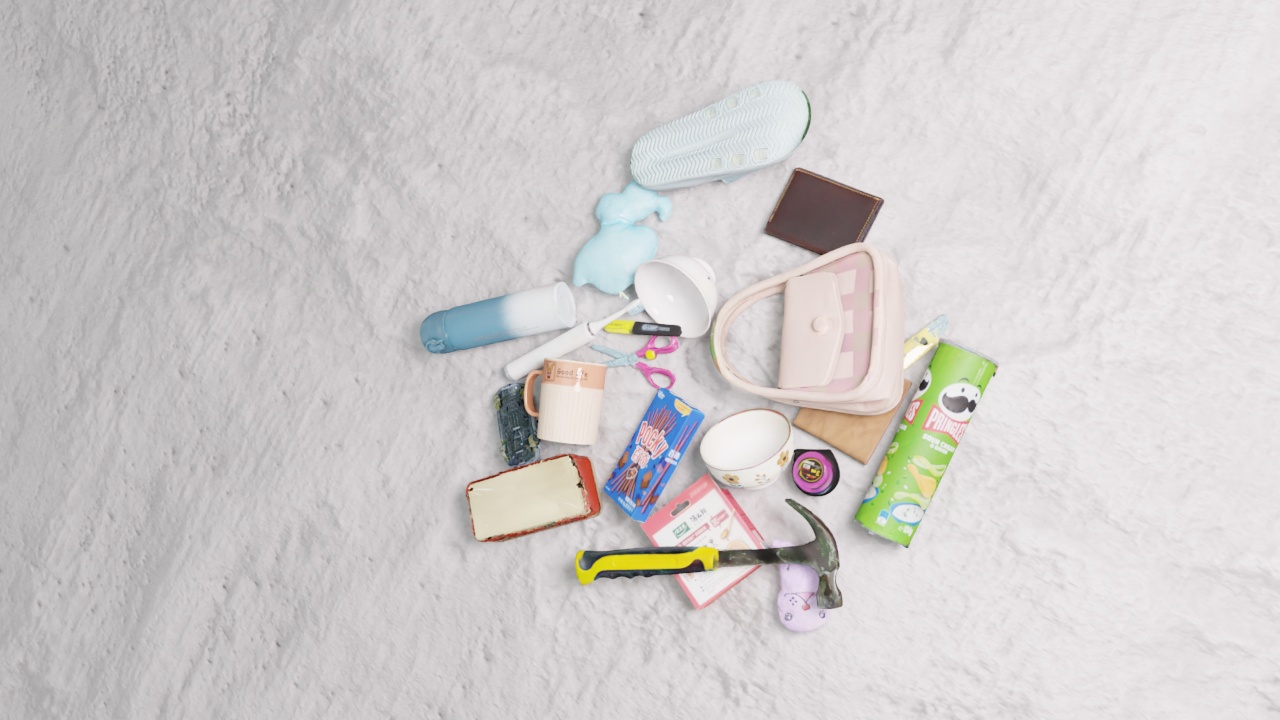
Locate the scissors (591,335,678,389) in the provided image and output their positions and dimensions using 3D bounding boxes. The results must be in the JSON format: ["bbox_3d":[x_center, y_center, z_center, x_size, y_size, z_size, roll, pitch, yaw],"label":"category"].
[{"bbox_3d":[-0.009,0.008,1.215,0.137,0.017,0.096,-14,87,24],"label":"scissors"}]

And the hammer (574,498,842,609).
[{"bbox_3d":[0.073,0.235,1.095,0.324,0.032,0.126,-7,81,20],"label":"hammer"}]

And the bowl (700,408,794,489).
[{"bbox_3d":[0.135,0.116,1.109,0.114,0.113,0.062,-14,119,18],"label":"bowl"}]

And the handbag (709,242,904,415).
[{"bbox_3d":[0.194,-0.031,1.099,0.235,0.093,0.193,-4,68,30],"label":"handbag"}]

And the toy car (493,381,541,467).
[{"bbox_3d":[-0.166,0.088,1.252,0.054,0.036,0.120,-22,66,17],"label":"toy car"}]

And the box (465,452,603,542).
[{"bbox_3d":[-0.144,0.184,1.206,0.168,0.079,0.091,-18,76,18],"label":"box"}]

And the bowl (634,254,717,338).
[{"bbox_3d":[0.057,-0.094,1.169,0.118,0.118,0.064,31,55,21],"label":"bowl"}]

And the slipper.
[{"bbox_3d":[0.104,-0.275,1.180,0.246,0.074,0.104,-13,79,24],"label":"slipper"}]

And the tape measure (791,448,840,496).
[{"bbox_3d":[0.211,0.135,1.102,0.057,0.039,0.057,-4,76,20],"label":"tape measure"}]

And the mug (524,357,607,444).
[{"bbox_3d":[-0.104,0.051,1.208,0.115,0.081,0.106,6,89,28],"label":"mug"}]

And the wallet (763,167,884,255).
[{"bbox_3d":[0.228,-0.182,1.149,0.122,0.020,0.096,26,87,23],"label":"wallet"}]

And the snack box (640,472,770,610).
[{"bbox_3d":[0.083,0.222,1.134,0.113,0.044,0.127,-39,73,12],"label":"snack box"}]

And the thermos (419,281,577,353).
[{"bbox_3d":[-0.199,-0.054,1.268,0.221,0.070,0.070,-12,79,19],"label":"thermos"}]

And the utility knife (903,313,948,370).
[{"bbox_3d":[0.298,0.005,1.091,0.173,0.019,0.031,-37,74,0],"label":"utility knife"}]

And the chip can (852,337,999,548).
[{"bbox_3d":[0.325,0.095,1.047,0.072,0.072,0.236,26,93,22],"label":"chip can"}]

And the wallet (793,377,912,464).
[{"bbox_3d":[0.256,0.052,1.108,0.101,0.020,0.115,29,91,20],"label":"wallet"}]

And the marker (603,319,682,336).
[{"bbox_3d":[0.002,-0.042,1.200,0.124,0.015,0.018,6,76,36],"label":"marker"}]

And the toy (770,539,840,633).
[{"bbox_3d":[0.195,0.269,1.090,0.084,0.039,0.108,2,81,0],"label":"toy"}]

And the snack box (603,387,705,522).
[{"bbox_3d":[0.016,0.118,1.161,0.157,0.026,0.084,-61,33,3],"label":"snack box"}]

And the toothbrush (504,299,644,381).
[{"bbox_3d":[-0.090,-0.029,1.230,0.221,0.026,0.026,-27,116,22],"label":"toothbrush"}]

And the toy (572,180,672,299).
[{"bbox_3d":[-0.025,-0.159,1.225,0.161,0.050,0.156,-22,68,9],"label":"toy"}]
